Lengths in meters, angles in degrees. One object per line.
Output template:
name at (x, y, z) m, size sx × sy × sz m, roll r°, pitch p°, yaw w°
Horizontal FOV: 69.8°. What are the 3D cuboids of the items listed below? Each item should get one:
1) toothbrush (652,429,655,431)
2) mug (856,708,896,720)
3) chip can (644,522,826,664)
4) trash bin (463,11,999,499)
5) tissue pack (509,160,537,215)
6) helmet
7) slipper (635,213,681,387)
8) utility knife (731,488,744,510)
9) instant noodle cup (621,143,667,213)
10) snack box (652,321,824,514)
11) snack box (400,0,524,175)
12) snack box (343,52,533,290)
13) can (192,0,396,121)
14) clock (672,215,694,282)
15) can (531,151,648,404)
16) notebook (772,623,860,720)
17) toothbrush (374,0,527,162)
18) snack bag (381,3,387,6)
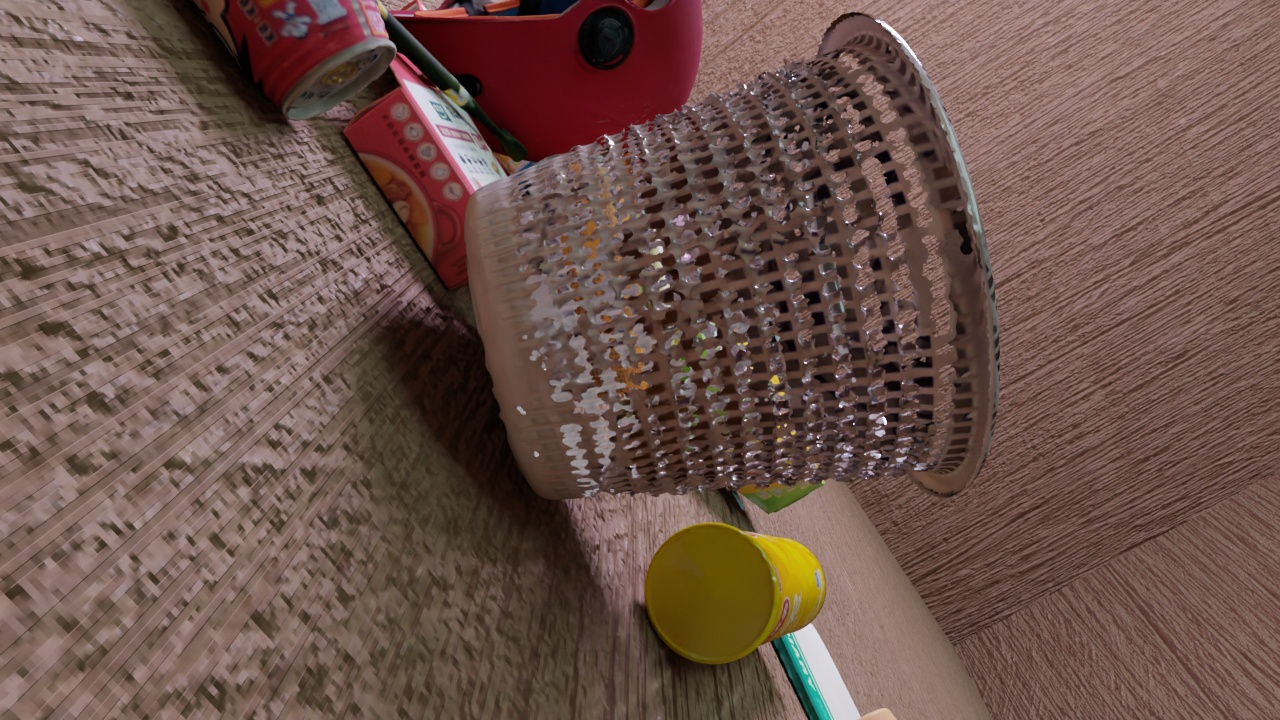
toothbrush at (-0.005, 0.005, 0.811) m, size 0.014 × 0.016 × 0.189 m, roll 56°, pitch 7°, yaw -37°
mug at (0.173, 0.297, 0.597) m, size 0.122 × 0.078 × 0.078 m, roll 59°, pitch 9°, yaw 32°
chip can at (0.067, 0.142, 0.567) m, size 0.072 × 0.072 × 0.213 m, roll 61°, pitch 9°, yaw 20°
trash bin at (0.028, -0.027, 0.433) m, size 0.227 × 0.192 × 0.227 m, roll 163°, pitch -86°, yaw -88°
tissue pack at (-0.063, -0.112, 0.746) m, size 0.090 × 0.063 × 0.140 m, roll 49°, pitch 11°, yaw -27°
helmet at (-0.062, -0.213, 0.675) m, size 0.207 × 0.239 × 0.144 m, roll 25°, pitch -46°, yaw 47°
slipper at (-0.009, -0.048, 0.787) m, size 0.092 × 0.081 × 0.190 m, roll 78°, pitch 6°, yaw -49°
utility knife at (0.064, 0.070, 0.936) m, size 0.031 × 0.022 × 0.213 m, roll 42°, pitch 11°, yaw -48°
instant noodle cup at (-0.059, -0.208, 0.904) m, size 0.138 × 0.138 × 0.108 m, roll 47°, pitch 5°, yaw -46°
snack box at (0.084, 0.038, 0.892) m, size 0.210 × 0.070 × 0.157 m, roll 41°, pitch 24°, yaw -44°
snack box at (-0.152, -0.234, 0.804) m, size 0.156 × 0.027 × 0.077 m, roll 49°, pitch 12°, yaw -42°
snack box at (-0.115, -0.110, 0.537) m, size 0.127 × 0.044 × 0.113 m, roll 58°, pitch 10°, yaw -5°
can at (-0.161, -0.163, 0.409) m, size 0.094 × 0.066 × 0.066 m, roll 56°, pitch 10°, yaw -9°
clock at (0.012, -0.110, 0.964) m, size 0.059 × 0.117 × 0.158 m, roll 8°, pitch 66°, yaw -30°
can at (-0.030, -0.047, 0.550) m, size 0.058 × 0.058 × 0.146 m, roll -14°, pitch 98°, yaw -80°
notebook at (0.159, 0.292, 0.725) m, size 0.150 × 0.012 × 0.209 m, roll 43°, pitch 18°, yaw -54°
toothbrush at (-0.113, -0.163, 0.533) m, size 0.017 × 0.012 × 0.185 m, roll 56°, pitch 9°, yaw 24°
snack bag at (-0.216, -0.280, 0.623) m, size 0.104 × 0.026 × 0.048 m, roll 52°, pitch 12°, yaw -22°
